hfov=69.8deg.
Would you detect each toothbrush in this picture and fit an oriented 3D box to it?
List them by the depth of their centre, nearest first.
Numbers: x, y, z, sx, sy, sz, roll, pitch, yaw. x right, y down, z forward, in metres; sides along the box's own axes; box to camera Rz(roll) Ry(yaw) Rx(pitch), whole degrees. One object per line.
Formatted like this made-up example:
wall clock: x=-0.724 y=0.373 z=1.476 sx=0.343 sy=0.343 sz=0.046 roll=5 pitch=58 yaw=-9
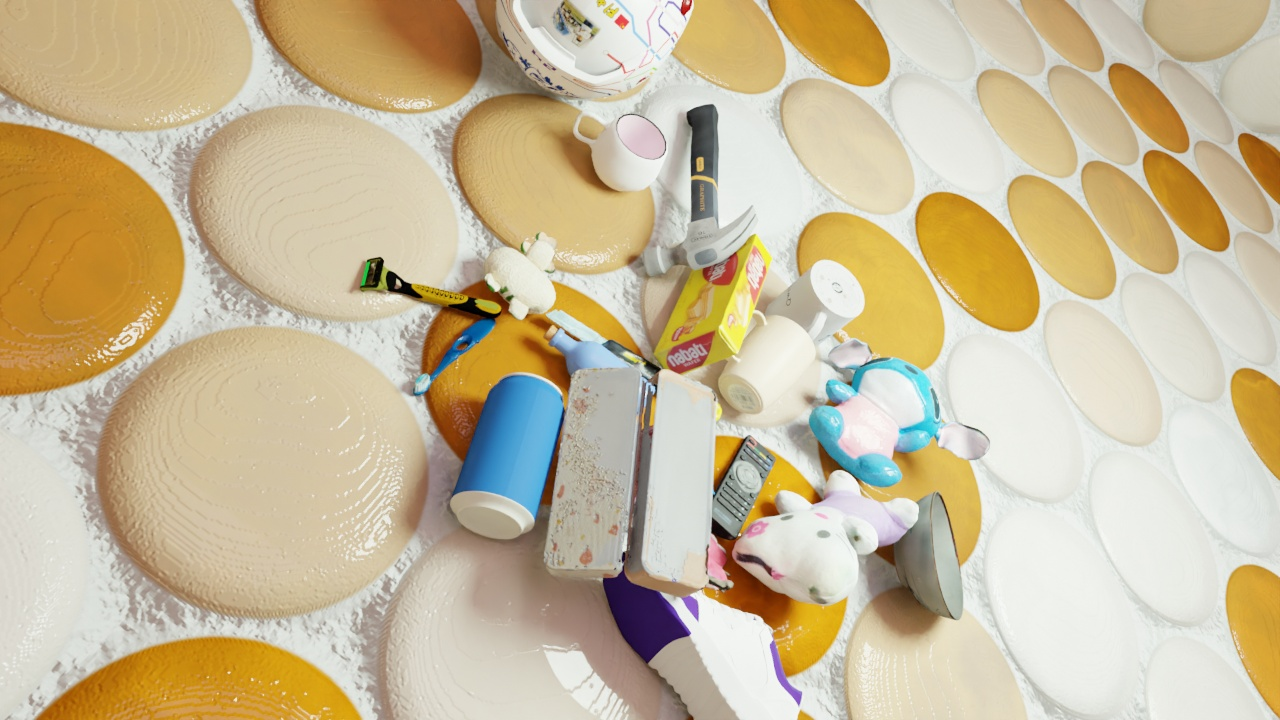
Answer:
toothbrush: x=-0.187 y=-0.008 z=0.930 sx=0.021 sy=0.016 sz=0.132 roll=29 pitch=48 yaw=12

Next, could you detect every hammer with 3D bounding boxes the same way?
hammer: x=0.076 y=-0.235 z=1.190 sx=0.035 sy=0.139 sz=0.311 roll=62 pitch=22 yaw=-43

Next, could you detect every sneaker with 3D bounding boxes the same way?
sneaker: x=0.071 y=0.266 z=0.880 sx=0.110 sy=0.092 sz=0.244 roll=-34 pitch=87 yaw=-42

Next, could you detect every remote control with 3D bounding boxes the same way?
remote control: x=0.111 y=0.140 z=1.025 sx=0.045 sy=0.021 sz=0.140 roll=43 pitch=44 yaw=-4

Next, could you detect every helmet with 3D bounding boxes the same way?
helmet: x=-0.063 y=-0.443 z=1.131 sx=0.231 sy=0.236 sz=0.314 roll=39 pitch=16 yaw=-17

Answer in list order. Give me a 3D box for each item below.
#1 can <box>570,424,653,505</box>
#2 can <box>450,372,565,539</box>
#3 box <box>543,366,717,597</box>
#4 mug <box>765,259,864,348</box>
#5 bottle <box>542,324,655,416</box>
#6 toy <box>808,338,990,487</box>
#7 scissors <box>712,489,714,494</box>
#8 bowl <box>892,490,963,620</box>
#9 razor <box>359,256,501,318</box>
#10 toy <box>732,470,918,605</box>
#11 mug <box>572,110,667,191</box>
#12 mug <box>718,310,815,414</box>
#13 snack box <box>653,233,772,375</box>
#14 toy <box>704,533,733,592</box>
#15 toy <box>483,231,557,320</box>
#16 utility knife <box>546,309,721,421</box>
can: x=-0.012 y=0.111 z=0.934 sx=0.124 sy=0.067 sz=0.066 roll=-19 pitch=74 yaw=-38
can: x=-0.123 y=0.089 z=0.869 sx=0.079 sy=0.079 sz=0.145 roll=26 pitch=52 yaw=-17
box: x=-0.004 y=0.105 z=0.857 sx=0.157 sy=0.071 sz=0.216 roll=6 pitch=56 yaw=1
mug: x=0.213 y=-0.055 z=1.156 sx=0.083 sy=0.097 sz=0.119 roll=37 pitch=49 yaw=-8
bottle: x=-0.049 y=0.008 z=0.985 sx=0.131 sy=0.048 sz=0.047 roll=38 pitch=49 yaw=-7
toy: x=0.306 y=0.076 z=1.135 sx=0.224 sy=0.099 sz=0.190 roll=40 pitch=53 yaw=13
scissors: x=0.055 y=0.090 z=0.977 sx=0.014 sy=0.131 sz=0.125 roll=-24 pitch=51 yaw=-4
bowl: x=0.330 y=0.229 z=1.068 sx=0.150 sy=0.057 sz=0.150 roll=38 pitch=46 yaw=-54
razor: x=-0.213 y=-0.069 z=0.945 sx=0.144 sy=0.021 sz=0.044 roll=15 pitch=46 yaw=-18
toy: x=0.198 y=0.194 z=0.999 sx=0.138 sy=0.086 sz=0.208 roll=23 pitch=31 yaw=38
mug: x=-0.031 y=-0.264 z=1.143 sx=0.124 sy=0.076 sz=0.090 roll=30 pitch=51 yaw=-13
mug: x=0.137 y=-0.003 z=1.079 sx=0.104 sy=0.085 sz=0.111 roll=-47 pitch=115 yaw=-31
snack box: x=0.089 y=-0.067 z=1.070 sx=0.042 sy=0.092 sz=0.200 roll=52 pitch=38 yaw=-22
toy: x=0.062 y=0.209 z=0.936 sx=0.065 sy=0.050 sz=0.102 roll=40 pitch=13 yaw=4
toy: x=-0.128 y=-0.089 z=0.993 sx=0.087 sy=0.050 sz=0.112 roll=39 pitch=44 yaw=-14
utility knife: x=-0.006 y=0.006 z=1.027 sx=0.233 sy=0.020 sz=0.028 roll=31 pitch=48 yaw=-15
